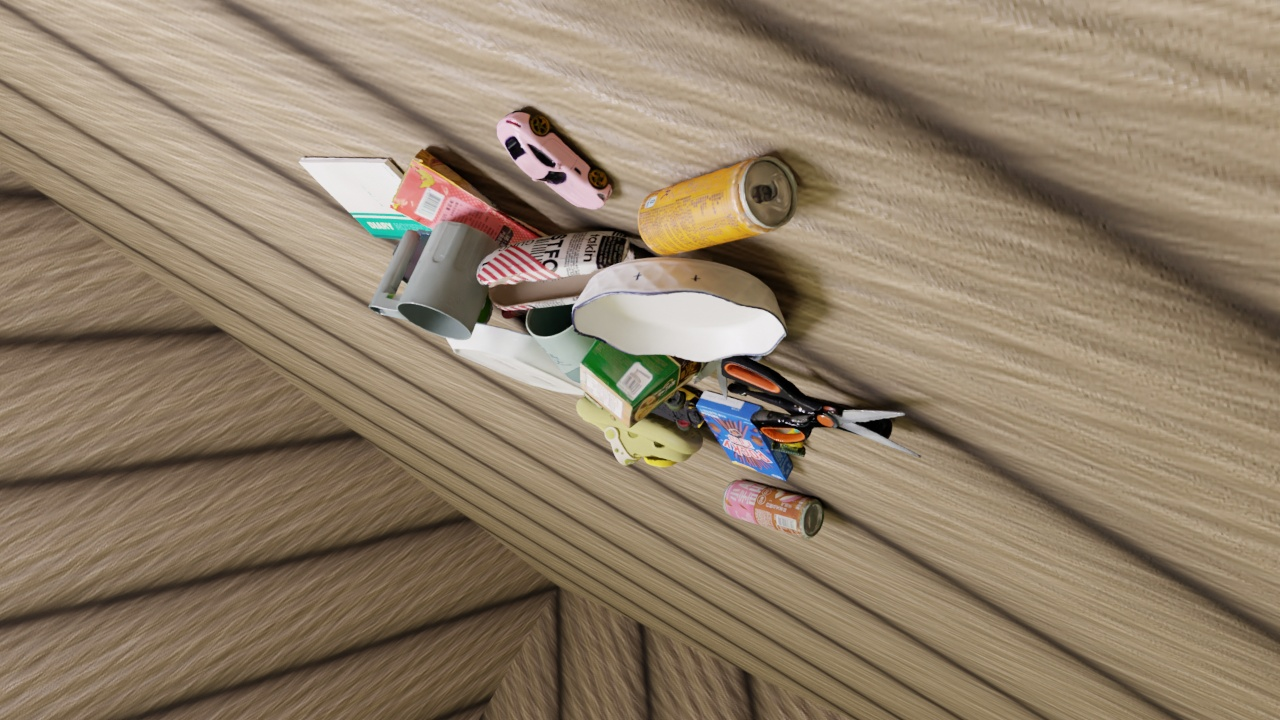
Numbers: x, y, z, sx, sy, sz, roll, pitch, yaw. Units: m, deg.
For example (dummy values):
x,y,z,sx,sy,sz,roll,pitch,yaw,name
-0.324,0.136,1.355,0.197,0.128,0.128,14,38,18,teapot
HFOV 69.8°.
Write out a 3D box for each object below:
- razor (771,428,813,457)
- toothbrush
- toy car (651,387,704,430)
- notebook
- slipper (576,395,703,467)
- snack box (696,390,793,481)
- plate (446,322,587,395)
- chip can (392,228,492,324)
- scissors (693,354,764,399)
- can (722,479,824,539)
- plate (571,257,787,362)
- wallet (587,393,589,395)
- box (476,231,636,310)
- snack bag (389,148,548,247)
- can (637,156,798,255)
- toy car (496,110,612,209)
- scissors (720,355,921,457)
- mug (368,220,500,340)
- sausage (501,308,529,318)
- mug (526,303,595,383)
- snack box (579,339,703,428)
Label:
x,y,z,sx,sy,sz,roll,pitch,yaw,name
0.188,0.086,1.082,0.043,0.028,0.133,16,163,3,razor
0.181,0.053,1.024,0.213,0.026,0.027,15,175,44,toothbrush
0.017,0.046,1.212,0.156,0.041,0.071,18,155,27,toy car
-0.333,-0.205,1.179,0.209,0.012,0.150,11,152,42,notebook
-0.005,0.105,1.281,0.191,0.082,0.091,19,-164,21,slipper
0.137,0.099,1.186,0.085,0.026,0.157,16,154,35,snack box
-0.156,0.002,1.248,0.162,0.034,0.265,7,167,34,plate
-0.243,-0.093,1.147,0.072,0.072,0.236,29,172,7,chip can
0.089,-0.006,1.024,0.160,0.014,0.172,1,142,49,scissors
0.191,0.213,1.326,0.147,0.057,0.058,9,150,46,can
0.037,-0.047,0.877,0.205,0.045,0.205,6,165,1,plate
-0.037,0.076,1.390,0.096,0.020,0.122,16,154,24,wallet
-0.082,-0.090,0.947,0.164,0.074,0.079,-9,134,16,box
-0.172,-0.147,1.020,0.208,0.073,0.129,31,158,-13,snack bag
0.059,-0.123,0.748,0.058,0.058,0.146,42,157,-25,can
-0.081,-0.180,0.847,0.122,0.037,0.056,39,160,-21,toy car
0.182,0.055,0.972,0.221,0.021,0.224,32,157,6,scissors
-0.220,-0.089,0.987,0.124,0.103,0.084,13,160,19,mug
-0.152,-0.073,1.212,0.020,0.020,0.156,39,157,-19,sausage
-0.087,-0.034,1.127,0.112,0.082,0.106,29,164,42,mug
-0.006,0.006,1.037,0.118,0.105,0.118,39,161,12,snack box
